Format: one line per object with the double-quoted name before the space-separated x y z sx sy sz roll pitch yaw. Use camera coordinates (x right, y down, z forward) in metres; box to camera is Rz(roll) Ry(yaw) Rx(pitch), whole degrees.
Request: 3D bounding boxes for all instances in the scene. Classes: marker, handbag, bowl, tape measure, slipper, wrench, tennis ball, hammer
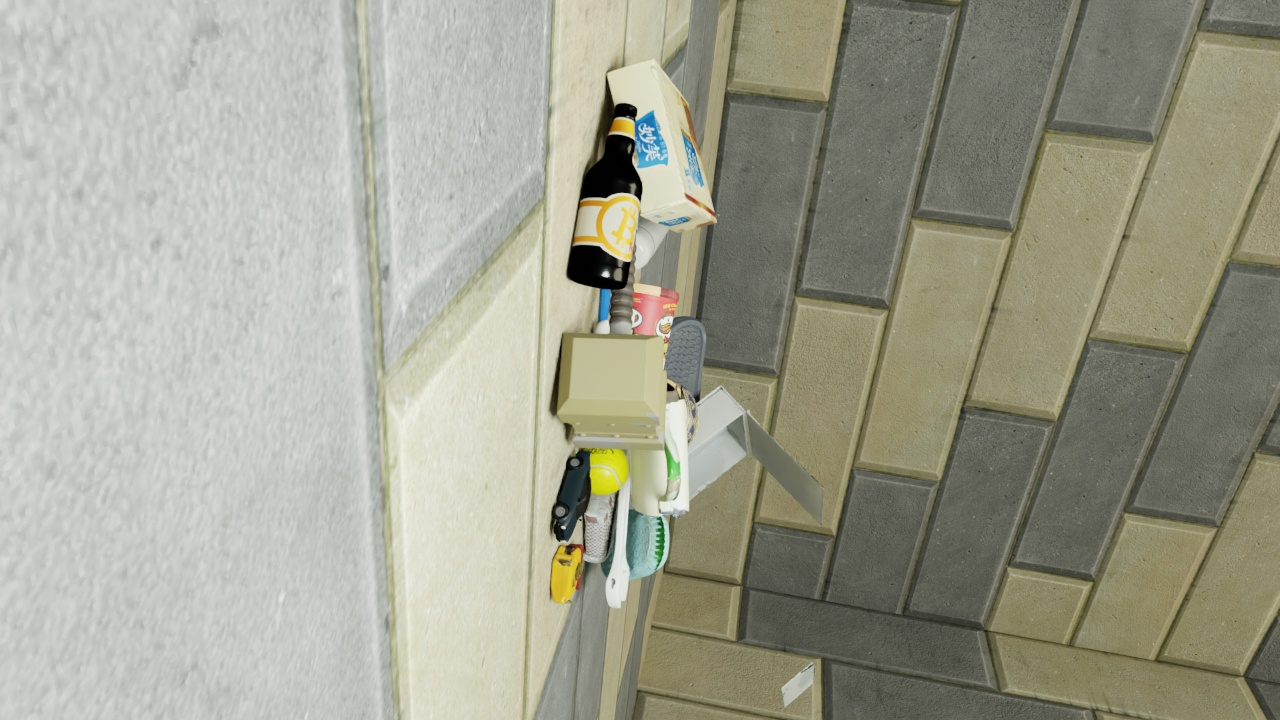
"marker" -0.049 -0.026 1.142 0.013 0.013 0.142 -69 167 -62
"handbag" 0.022 0.116 1.111 0.176 0.074 0.151 -103 -169 -80
"bowl" 0.040 0.083 1.274 0.061 0.113 0.112 13 85 -44
"tape measure" -0.086 0.259 1.183 0.051 0.019 0.058 90 4 -45
"slipper" 0.000 0.273 1.370 0.277 0.069 0.115 148 -49 -67
"wrench" -0.024 0.208 1.292 0.066 0.018 0.273 45 48 -73
"tennis ball" -0.047 0.134 1.133 0.065 0.065 0.065 11 88 -84
"slipper" 0.028 0.040 1.366 0.083 0.110 0.269 45 -42 42
"tape measure" -0.088 0.254 1.103 0.058 0.030 0.068 -61 160 -67
"handbag" -0.044 0.190 1.341 0.124 0.047 0.185 91 10 -46
"hammer" -0.020 -0.078 1.012 0.190 0.101 0.324 79 13 -72

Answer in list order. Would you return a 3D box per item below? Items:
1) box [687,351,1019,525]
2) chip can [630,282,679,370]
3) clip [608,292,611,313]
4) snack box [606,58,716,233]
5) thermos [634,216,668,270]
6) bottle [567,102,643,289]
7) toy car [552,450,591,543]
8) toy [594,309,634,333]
"box" 0.269 0.114 1.356 0.167 0.529 0.233 71 25 -61
"chip can" -0.007 0.007 1.232 0.087 0.087 0.213 23 77 -84
"clip" -0.031 -0.084 1.145 0.076 0.043 0.023 90 12 -58
"snack box" 0.029 -0.231 1.026 0.207 0.055 0.153 -11 87 -76
"thermos" 0.003 -0.167 1.222 0.223 0.052 0.052 -65 163 -69
"bottle" -0.028 -0.164 0.905 0.059 0.059 0.181 50 49 -82
"toy car" -0.075 0.155 1.053 0.046 0.034 0.111 92 9 -47
"toy" -0.032 -0.001 1.133 0.075 0.037 0.126 -29 126 -41
